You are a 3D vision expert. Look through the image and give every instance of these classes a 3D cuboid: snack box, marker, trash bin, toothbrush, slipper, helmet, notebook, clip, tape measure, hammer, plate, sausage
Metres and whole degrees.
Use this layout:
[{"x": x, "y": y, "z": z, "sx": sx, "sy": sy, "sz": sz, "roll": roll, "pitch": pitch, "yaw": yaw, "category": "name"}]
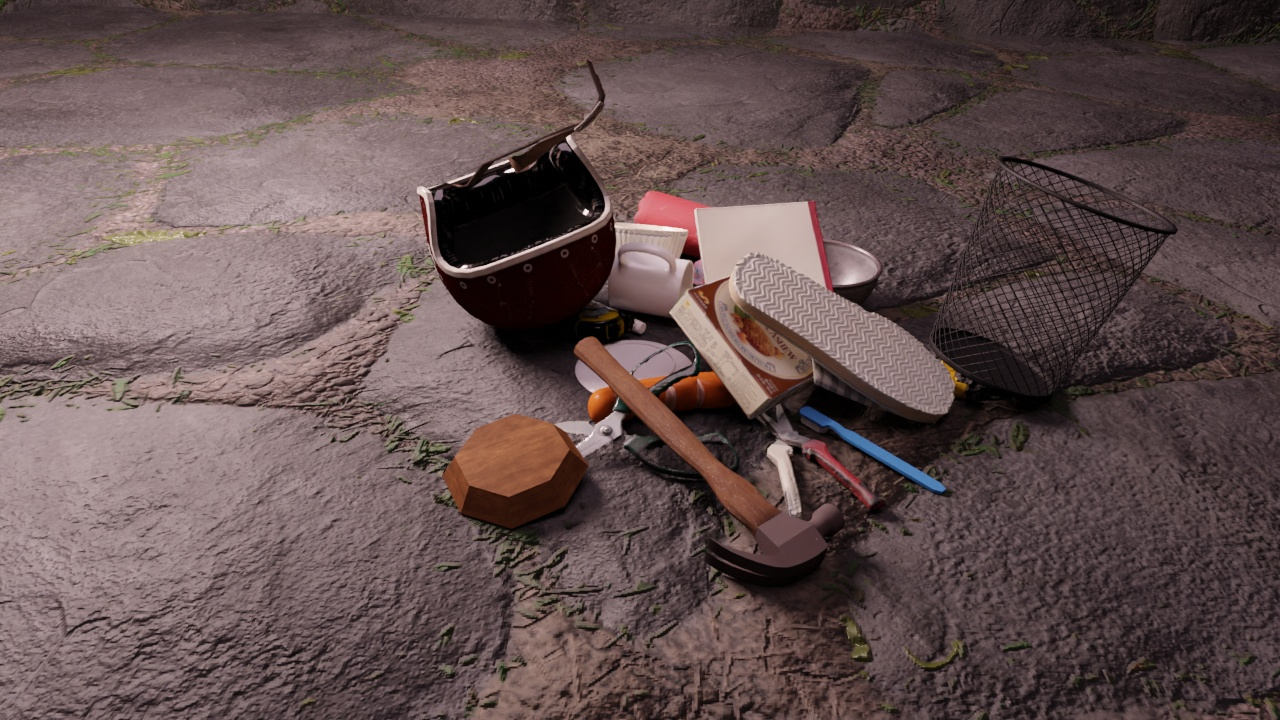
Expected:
[{"x": 0.125, "y": -0.024, "z": 0.983, "sx": 0.146, "sy": 0.041, "sz": 0.143, "roll": -22, "pitch": 69, "yaw": -45, "category": "snack box"}, {"x": -0.052, "y": -0.064, "z": 1.144, "sx": 0.145, "sy": 0.017, "sz": 0.017, "roll": 25, "pitch": 38, "yaw": 34, "category": "marker"}, {"x": 0.420, "y": -0.083, "z": 0.979, "sx": 0.184, "sy": 0.211, "sz": 0.183, "roll": 15, "pitch": 27, "yaw": -8, "category": "trash bin"}, {"x": 0.226, "y": 0.090, "z": 0.909, "sx": 0.016, "sy": 0.014, "sz": 0.167, "roll": -26, "pitch": 44, "yaw": -37, "category": "toothbrush"}, {"x": 0.208, "y": -0.020, "z": 0.968, "sx": 0.272, "sy": 0.054, "sz": 0.114, "roll": 31, "pitch": 45, "yaw": -6, "category": "slipper"}, {"x": -0.136, "y": -0.166, "z": 1.073, "sx": 0.233, "sy": 0.253, "sz": 0.234, "roll": -23, "pitch": 11, "yaw": -11, "category": "helmet"}, {"x": 0.150, "y": -0.090, "z": 1.073, "sx": 0.153, "sy": 0.012, "sz": 0.208, "roll": -5, "pitch": 70, "yaw": -6, "category": "notebook"}, {"x": 0.339, "y": 0.024, "z": 1.021, "sx": 0.053, "sy": 0.037, "sz": 0.046, "roll": 16, "pitch": 46, "yaw": 25, "category": "clip"}, {"x": -0.049, "y": -0.044, "z": 1.088, "sx": 0.062, "sy": 0.034, "sz": 0.061, "roll": 9, "pitch": 25, "yaw": 30, "category": "tape measure"}, {"x": 0.040, "y": 0.078, "z": 0.840, "sx": 0.115, "sy": 0.033, "sz": 0.323, "roll": -25, "pitch": 50, "yaw": -29, "category": "hammer"}, {"x": -0.116, "y": 0.095, "z": 0.845, "sx": 0.131, "sy": 0.025, "sz": 0.131, "roll": -2, "pitch": 41, "yaw": 2, "category": "plate"}, {"x": -0.006, "y": 0.006, "z": 1.034, "sx": 0.134, "sy": 0.011, "sz": 0.134, "roll": 1, "pitch": 31, "yaw": -1, "category": "plate"}, {"x": 0.025, "y": 0.038, "z": 0.956, "sx": 0.164, "sy": 0.039, "sz": 0.044, "roll": -8, "pitch": 38, "yaw": -15, "category": "sausage"}]

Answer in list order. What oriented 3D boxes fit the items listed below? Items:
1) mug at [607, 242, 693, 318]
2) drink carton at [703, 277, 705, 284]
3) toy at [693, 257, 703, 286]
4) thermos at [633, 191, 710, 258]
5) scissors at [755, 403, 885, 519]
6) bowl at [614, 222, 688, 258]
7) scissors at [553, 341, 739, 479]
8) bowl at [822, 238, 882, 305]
[{"x": 0.011, "y": -0.104, "z": 1.128, "sx": 0.090, "sy": 0.111, "sz": 0.073, "roll": 10, "pitch": 58, "yaw": 14, "category": "mug"}, {"x": 0.115, "y": -0.083, "z": 1.143, "sx": 0.040, "sy": 0.059, "sz": 0.122, "roll": -7, "pitch": 32, "yaw": -14, "category": "drink carton"}, {"x": 0.125, "y": -0.132, "z": 1.221, "sx": 0.123, "sy": 0.079, "sz": 0.038, "roll": -21, "pitch": -9, "yaw": 3, "category": "toy"}, {"x": 0.109, "y": -0.172, "z": 1.281, "sx": 0.240, "sy": 0.073, "sz": 0.073, "roll": 19, "pitch": 35, "yaw": 17, "category": "thermos"}, {"x": 0.158, "y": 0.097, "z": 0.887, "sx": 0.187, "sy": 0.015, "sz": 0.178, "roll": 16, "pitch": 34, "yaw": 25, "category": "scissors"}, {"x": 0.003, "y": -0.148, "z": 1.223, "sx": 0.115, "sy": 0.062, "sz": 0.115, "roll": 5, "pitch": 11, "yaw": -1, "category": "bowl"}, {"x": 0.009, "y": 0.075, "z": 0.888, "sx": 0.206, "sy": 0.015, "sz": 0.179, "roll": -35, "pitch": 64, "yaw": -17, "category": "scissors"}, {"x": 0.227, "y": -0.096, "z": 1.162, "sx": 0.145, "sy": 0.067, "sz": 0.144, "roll": 1, "pitch": 31, "yaw": -1, "category": "bowl"}]
